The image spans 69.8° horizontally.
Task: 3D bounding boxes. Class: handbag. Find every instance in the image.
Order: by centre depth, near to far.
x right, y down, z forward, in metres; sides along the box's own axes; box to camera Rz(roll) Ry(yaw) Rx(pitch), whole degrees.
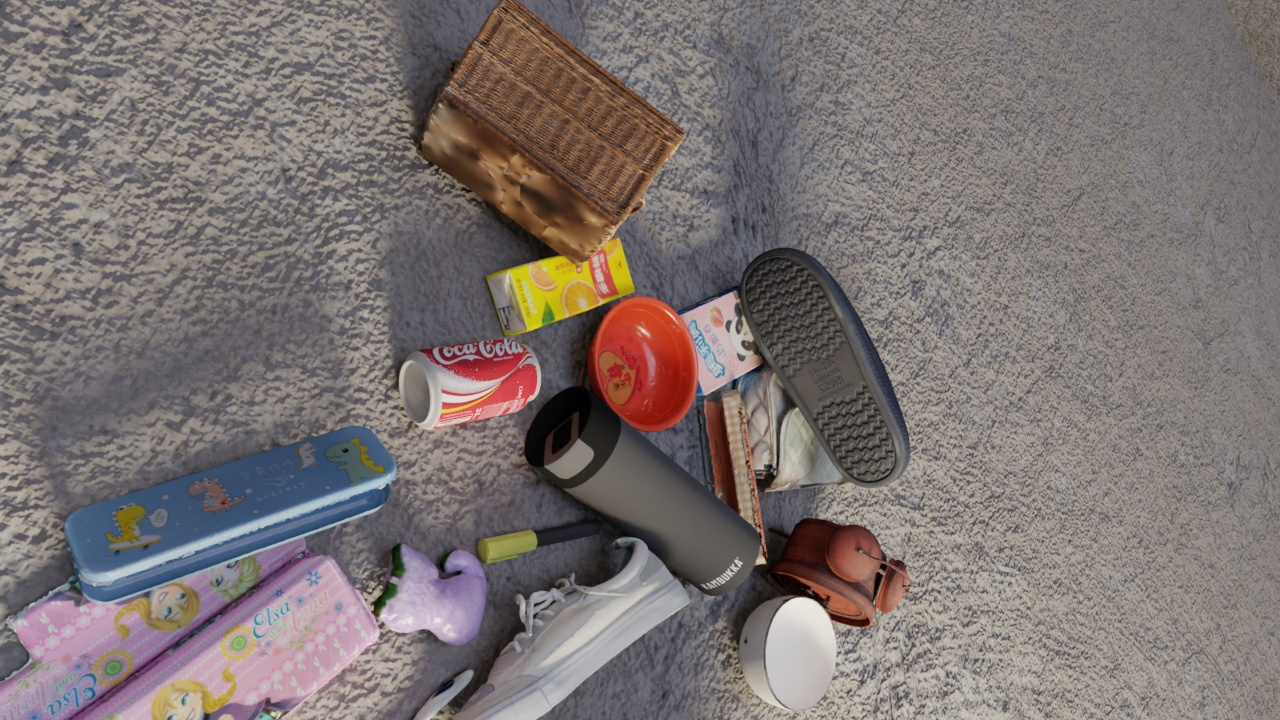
[{"bbox_3d":[0.196,0.074,1.027,0.194,0.073,0.138,1,82,-40],"label":"handbag"}]

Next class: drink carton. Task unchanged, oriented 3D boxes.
[{"bbox_3d":[-0.071,-0.070,0.845,0.134,0.043,0.058,-23,100,-39],"label":"drink carton"}]

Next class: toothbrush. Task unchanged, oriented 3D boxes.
[{"bbox_3d":[-0.198,0.294,0.694,0.188,0.016,0.017,-35,95,-38],"label":"toothbrush"}]

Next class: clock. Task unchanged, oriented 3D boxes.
[{"bbox_3d":[0.210,0.221,0.960,0.120,0.158,0.072,42,64,-28],"label":"clock"}]

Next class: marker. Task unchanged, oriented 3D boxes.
[{"bbox_3d":[-0.087,0.158,0.810,0.123,0.017,0.021,-3,118,-42],"label":"marker"}]

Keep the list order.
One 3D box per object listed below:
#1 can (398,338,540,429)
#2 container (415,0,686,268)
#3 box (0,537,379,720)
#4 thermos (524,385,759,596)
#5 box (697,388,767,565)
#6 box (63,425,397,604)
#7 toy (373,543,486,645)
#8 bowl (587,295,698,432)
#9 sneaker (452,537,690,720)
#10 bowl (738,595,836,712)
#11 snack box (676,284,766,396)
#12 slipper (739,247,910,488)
[{"bbox_3d":[-0.139,0.017,0.757,0.104,0.064,0.064,-10,89,-41],"label":"can"},{"bbox_3d":[-0.079,-0.187,0.781,0.198,0.114,0.112,34,65,-11],"label":"container"},{"bbox_3d":[-0.304,0.193,0.608,0.229,0.035,0.159,-38,108,-39],"label":"box"},{"bbox_3d":[0.005,0.125,0.850,0.240,0.082,0.082,41,59,-28],"label":"thermos"},{"bbox_3d":[0.092,0.122,0.962,0.056,0.064,0.188,19,63,-75],"label":"box"},{"bbox_3d":[-0.268,0.094,0.622,0.209,0.059,0.068,-17,76,-38],"label":"box"},{"bbox_3d":[-0.164,0.181,0.727,0.099,0.037,0.080,37,48,-39],"label":"toy"},{"bbox_3d":[-0.005,0.005,0.885,0.130,0.045,0.130,8,78,-39],"label":"bowl"},{"bbox_3d":[-0.073,0.234,0.772,0.241,0.090,0.090,-30,76,-30],"label":"sneaker"},{"bbox_3d":[0.145,0.300,0.952,0.113,0.063,0.113,8,78,-40],"label":"bowl"},{"bbox_3d":[0.093,-0.027,0.982,0.153,0.033,0.088,-25,99,-40],"label":"snack box"},{"bbox_3d":[0.204,-0.001,0.947,0.083,0.111,0.268,-17,76,-47],"label":"slipper"}]
